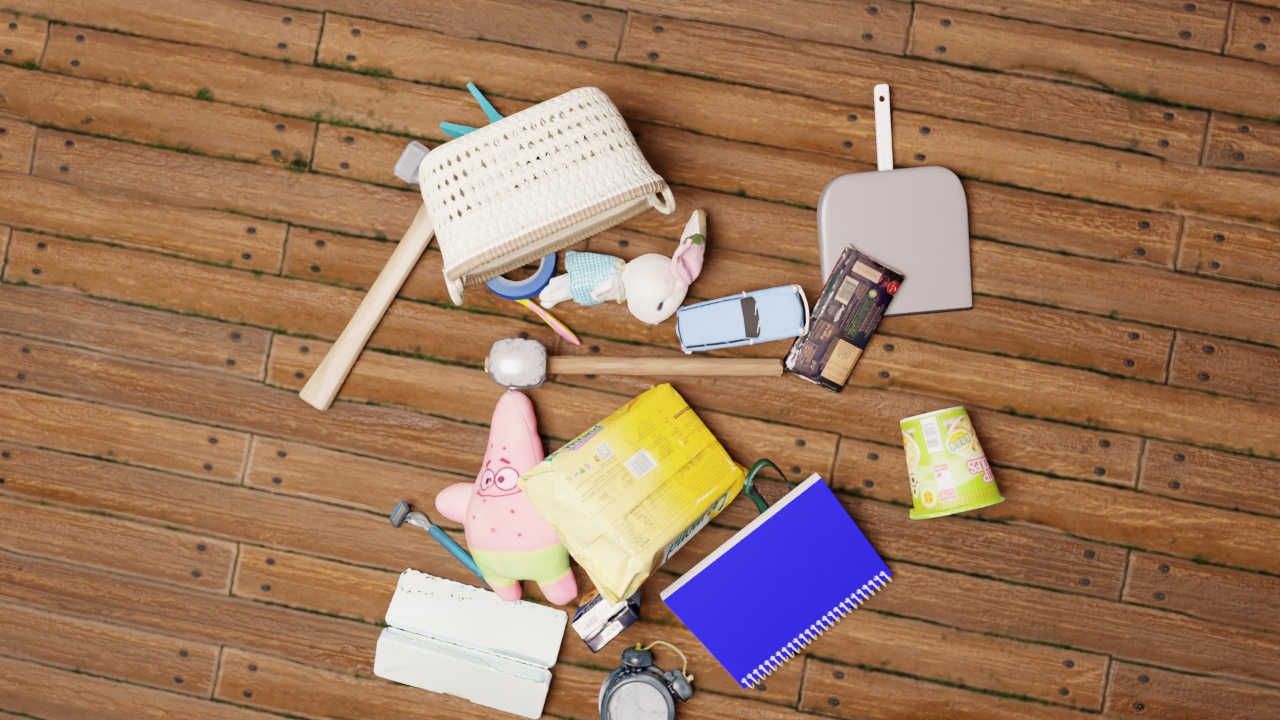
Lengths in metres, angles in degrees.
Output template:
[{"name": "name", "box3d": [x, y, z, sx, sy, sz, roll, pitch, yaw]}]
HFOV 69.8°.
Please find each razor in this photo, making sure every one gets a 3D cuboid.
[{"name": "razor", "box3d": [-0.221, 0.211, 1.049, 0.144, 0.022, 0.042, 38, 128, -2]}]

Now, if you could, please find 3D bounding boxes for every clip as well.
[{"name": "clip", "box3d": [-0.154, -0.271, 1.038, 0.127, 0.028, 0.113, 44, 95, 15]}]

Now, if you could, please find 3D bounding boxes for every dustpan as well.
[{"name": "dustpan", "box3d": [0.280, -0.179, 1.029, 0.163, 0.033, 0.257, -5, 98, 2]}]

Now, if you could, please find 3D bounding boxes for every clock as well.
[{"name": "clock", "box3d": [0.004, 0.373, 1.022, 0.090, 0.052, 0.129, 31, 86, 2]}]

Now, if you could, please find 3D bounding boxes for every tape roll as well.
[{"name": "tape roll", "box3d": [-0.140, -0.116, 1.040, 0.093, 0.016, 0.091, 41, 82, 10]}]

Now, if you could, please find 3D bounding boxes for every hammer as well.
[{"name": "hammer", "box3d": [-0.006, 0.006, 1.016, 0.328, 0.098, 0.052, 1, 86, -4]}, {"name": "hammer", "box3d": [-0.287, -0.086, 1.043, 0.117, 0.051, 0.323, 33, 93, 0]}]

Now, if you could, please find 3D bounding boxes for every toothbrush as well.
[{"name": "toothbrush", "box3d": [-0.122, -0.060, 1.047, 0.135, 0.021, 0.016, 35, 93, 5]}]

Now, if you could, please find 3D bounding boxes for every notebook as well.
[{"name": "notebook", "box3d": [0.153, 0.246, 0.998, 0.209, 0.022, 0.171, -38, 113, 1]}]

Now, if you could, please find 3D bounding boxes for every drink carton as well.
[{"name": "drink carton", "box3d": [-0.034, 0.264, 0.984, 0.064, 0.130, 0.040, -40, 88, 2]}]

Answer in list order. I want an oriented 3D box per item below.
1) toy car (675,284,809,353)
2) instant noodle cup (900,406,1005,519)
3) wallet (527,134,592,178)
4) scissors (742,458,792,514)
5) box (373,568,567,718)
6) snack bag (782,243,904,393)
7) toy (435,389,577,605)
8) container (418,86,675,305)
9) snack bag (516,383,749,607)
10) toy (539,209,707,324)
[{"name": "toy car", "box3d": [0.107, -0.044, 1.003, 0.154, 0.054, 0.056, -9, 89, 27]}, {"name": "instant noodle cup", "box3d": [0.330, 0.109, 0.994, 0.099, 0.099, 0.108, -13, 81, 2]}, {"name": "wallet", "box3d": [-0.075, -0.215, 1.043, 0.120, 0.031, 0.099, -38, 85, 3]}, {"name": "scissors", "box3d": [0.129, 0.194, 0.992, 0.201, 0.015, 0.204, -6, 110, -15]}, {"name": "box", "box3d": [-0.192, 0.322, 1.036, 0.197, 0.075, 0.125, 16, 70, -1]}, {"name": "snack bag", "box3d": [0.225, -0.043, 1.023, 0.074, 0.018, 0.155, 28, 99, -2]}, {"name": "toy", "box3d": [-0.134, 0.150, 1.003, 0.192, 0.096, 0.236, -6, 86, 23]}, {"name": "container", "box3d": [-0.104, -0.169, 0.937, 0.246, 0.184, 0.143, -24, 93, -5]}, {"name": "snack bag", "box3d": [0.003, 0.123, 0.951, 0.159, 0.246, 0.068, 48, 135, 9]}, {"name": "toy", "box3d": [-0.014, -0.081, 1.010, 0.206, 0.130, 0.106, -15, 108, 12]}]
